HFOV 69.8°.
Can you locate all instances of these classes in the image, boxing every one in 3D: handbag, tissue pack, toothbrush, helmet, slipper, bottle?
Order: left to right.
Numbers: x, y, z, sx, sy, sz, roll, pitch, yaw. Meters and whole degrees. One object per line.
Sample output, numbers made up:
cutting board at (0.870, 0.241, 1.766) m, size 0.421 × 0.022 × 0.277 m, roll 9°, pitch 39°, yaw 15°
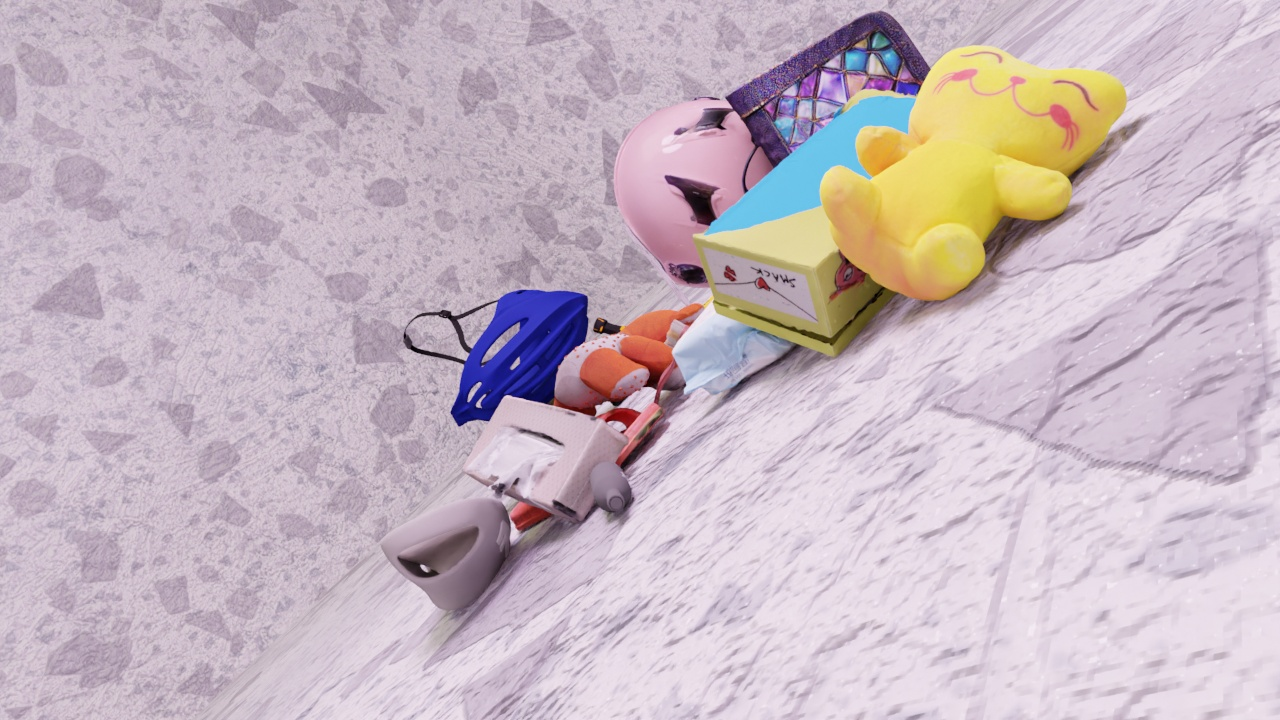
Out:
slipper at (-0.170, 0.195, 0.886) m, size 0.113 × 0.080 × 0.266 m, roll -21°, pitch -13°, yaw -9°
helmet at (-0.195, -0.024, 1.229) m, size 0.241 × 0.228 × 0.148 m, roll -55°, pitch -23°, yaw -24°
tissue pack at (-0.102, 0.089, 0.857) m, size 0.182 × 0.071 × 0.103 m, roll 11°, pitch 66°, yaw 52°
slipper at (-0.071, 0.103, 0.937) m, size 0.250 × 0.059 × 0.103 m, roll -38°, pitch 5°, yaw 42°
bottle at (-0.023, 0.103, 0.733) m, size 0.030 × 0.030 × 0.113 m, roll -41°, pitch 5°, yaw -3°
toothbrush at (0.022, 0.016, 0.892) m, size 0.015 × 0.016 × 0.185 m, roll -54°, pitch -11°, yaw -30°
toothbrush at (0.034, -0.089, 1.079) m, size 0.010 × 0.181 × 0.010 m, roll -39°, pitch 0°, yaw -39°
helmet at (0.102, -0.205, 1.101) m, size 0.153 × 0.255 × 0.230 m, roll -2°, pitch 73°, yaw 59°
tissue pack at (0.108, -0.044, 0.799) m, size 0.112 × 0.070 × 0.181 m, roll -35°, pitch 10°, yaw 49°
handbag at (0.207, -0.238, 0.982) m, size 0.222 × 0.205 × 0.125 m, roll -33°, pitch 7°, yaw 15°

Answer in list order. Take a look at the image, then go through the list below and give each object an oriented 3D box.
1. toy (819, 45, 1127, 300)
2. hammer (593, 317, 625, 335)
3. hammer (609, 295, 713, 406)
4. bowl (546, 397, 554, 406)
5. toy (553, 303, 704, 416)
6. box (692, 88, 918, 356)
toy at (0.210, -0.117, 0.577) m, size 0.193 × 0.134 × 0.087 m, roll -48°, pitch -36°, yaw -22°
hammer at (-0.059, 0.040, 1.134) m, size 0.319 × 0.123 × 0.036 m, roll -52°, pitch -21°, yaw -52°
hammer at (0.073, -0.050, 1.327) m, size 0.324 × 0.034 × 0.170 m, roll -44°, pitch 7°, yaw -12°
bowl at (-0.127, 0.112, 1.189) m, size 0.162 × 0.070 × 0.162 m, roll -41°, pitch 5°, yaw 4°
toy at (-0.006, 0.006, 0.981) m, size 0.172 × 0.093 × 0.164 m, roll -30°, pitch -6°, yaw -32°
box at (0.159, -0.113, 0.688) m, size 0.124 × 0.082 × 0.220 m, roll 21°, pitch 54°, yaw 43°
